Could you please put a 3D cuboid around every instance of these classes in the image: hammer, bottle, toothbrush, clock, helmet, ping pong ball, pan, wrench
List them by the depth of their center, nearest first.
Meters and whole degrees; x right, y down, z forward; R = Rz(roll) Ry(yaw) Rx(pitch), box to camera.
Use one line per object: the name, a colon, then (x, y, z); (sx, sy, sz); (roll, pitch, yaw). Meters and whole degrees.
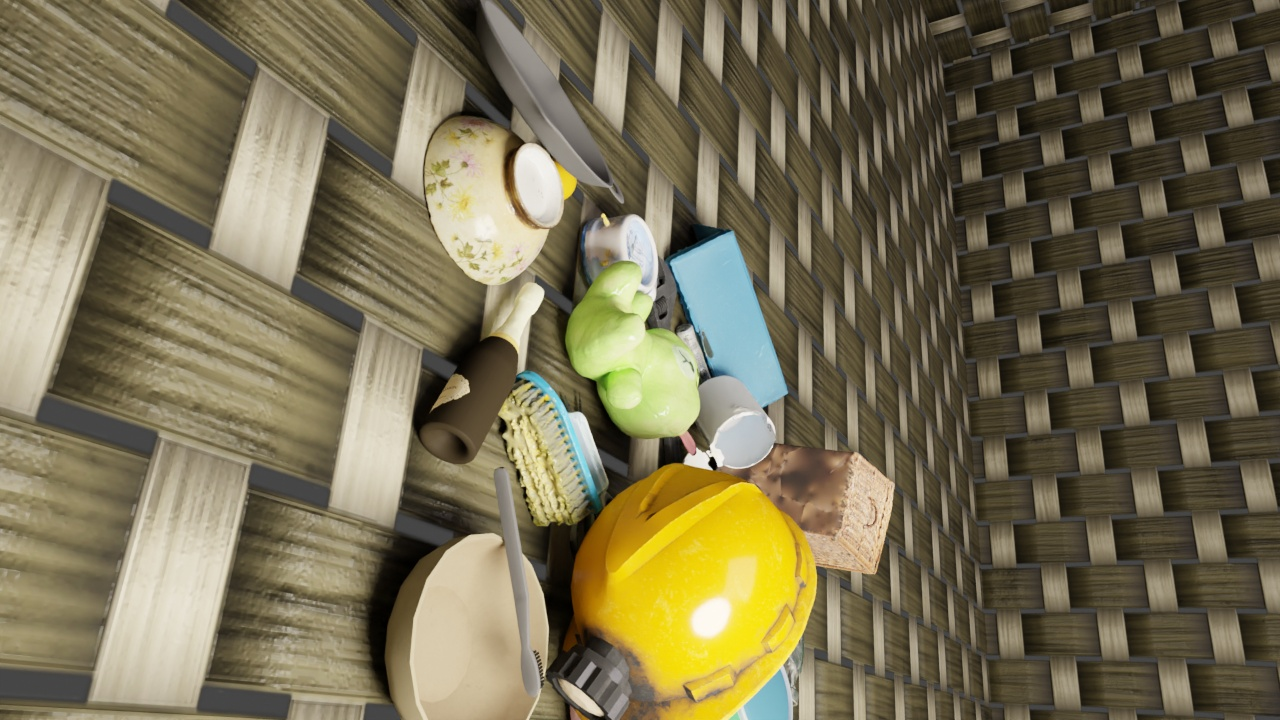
toothbrush: (-0.089, 0.160, 0.667); (0.013, 0.013, 0.167); (-10, 91, -70)
bottle: (-0.117, 0.000, 0.734); (0.045, 0.045, 0.184); (60, 35, -33)
helmet: (0.023, 0.172, 0.759); (0.254, 0.206, 0.131); (-48, 131, -31)
pan: (-0.122, -0.274, 0.779); (0.354, 0.024, 0.216); (53, 12, -23)
ping pong ball: (-0.080, -0.168, 0.855); (0.040, 0.040, 0.040); (25, 61, -57)
clock: (-0.014, -0.102, 0.948); (0.125, 0.052, 0.088); (29, 56, -59)
clock: (0.103, 0.355, 1.019); (0.121, 0.076, 0.161); (-25, 92, -60)
wrench: (0.029, 0.018, 1.028); (0.073, 0.018, 0.273); (1, 83, -61)
toothbrush: (0.083, 0.039, 1.115); (0.022, 0.024, 0.186); (-30, 115, -16)
hammer: (0.137, 0.295, 1.135); (0.330, 0.033, 0.131); (56, 39, -38)

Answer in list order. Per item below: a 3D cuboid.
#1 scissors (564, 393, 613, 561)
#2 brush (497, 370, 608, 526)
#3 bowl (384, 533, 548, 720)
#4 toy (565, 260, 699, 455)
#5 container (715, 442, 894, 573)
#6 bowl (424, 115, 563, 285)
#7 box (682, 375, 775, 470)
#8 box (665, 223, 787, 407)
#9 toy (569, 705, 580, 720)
scissors: (-0.051, 0.117, 0.855); (0.165, 0.013, 0.149); (63, 32, -35)
brush: (-0.074, 0.069, 0.783); (0.075, 0.055, 0.136); (-42, 119, -52)
bowl: (-0.129, 0.201, 0.651); (0.152, 0.051, 0.152); (27, 58, -57)
toy: (-0.005, 0.005, 0.890); (0.150, 0.107, 0.197); (-93, 165, -47)
container: (0.183, 0.167, 1.078); (0.112, 0.199, 0.113); (44, 57, -44)
bowl: (-0.110, -0.140, 0.768); (0.145, 0.063, 0.145); (26, 60, -56)
box: (0.084, 0.093, 1.038); (0.147, 0.136, 0.084); (-124, -170, -61)
box: (0.094, -0.049, 1.152); (0.094, 0.112, 0.232); (-29, 113, -12)
toy: (-0.031, 0.319, 0.778); (0.096, 0.052, 0.099); (-163, -119, -78)
